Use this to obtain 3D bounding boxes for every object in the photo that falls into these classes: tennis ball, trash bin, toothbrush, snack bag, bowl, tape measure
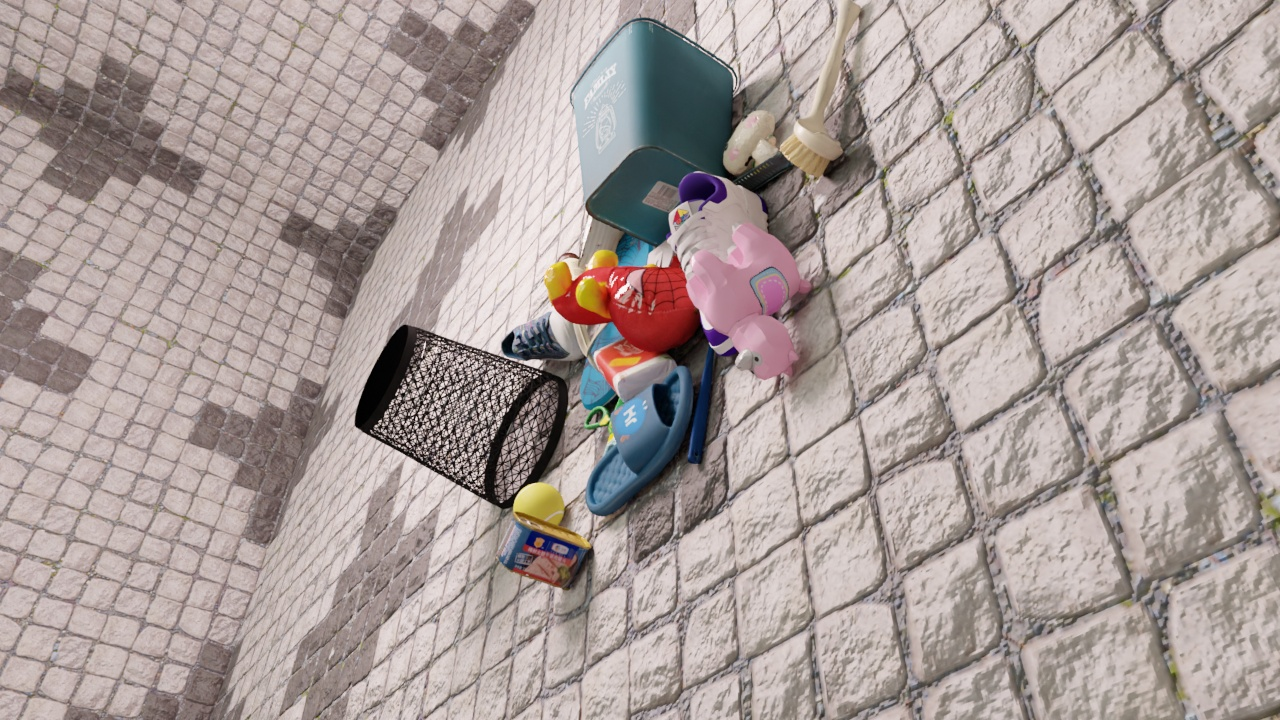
[{"bbox_3d":[-0.130,0.190,1.176,0.065,0.065,0.065,-44,31,35],"label":"tennis ball"},{"bbox_3d":[-0.268,0.072,1.344,0.218,0.243,0.216,-44,31,35],"label":"trash bin"},{"bbox_3d":[0.070,0.028,1.013,0.017,0.016,0.189,-41,32,53],"label":"toothbrush"},{"bbox_3d":[-0.007,0.007,1.119,0.077,0.036,0.116,-24,25,-9],"label":"snack bag"},{"bbox_3d":[-0.041,-0.219,1.376,0.177,0.071,0.177,-169,92,-83],"label":"bowl"},{"bbox_3d":[0.019,-0.295,1.239,0.197,0.199,0.218,-39,40,43],"label":"trash bin"},{"bbox_3d":[0.031,-0.129,1.202,0.060,0.020,0.062,-33,40,47],"label":"tape measure"}]

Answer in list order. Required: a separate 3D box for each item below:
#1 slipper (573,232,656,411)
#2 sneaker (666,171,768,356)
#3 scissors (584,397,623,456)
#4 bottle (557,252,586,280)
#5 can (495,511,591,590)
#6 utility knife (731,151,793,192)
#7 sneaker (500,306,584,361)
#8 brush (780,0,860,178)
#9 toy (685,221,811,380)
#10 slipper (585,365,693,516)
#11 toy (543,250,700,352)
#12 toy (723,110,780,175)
[{"bbox_3d":[-0.035,-0.074,1.247,0.118,0.060,0.294,-16,53,43],"label":"slipper"},{"bbox_3d":[0.081,-0.122,1.025,0.092,0.111,0.243,-40,33,40],"label":"sneaker"},{"bbox_3d":[-0.033,0.084,1.146,0.126,0.011,0.131,-12,61,50],"label":"scissors"},{"bbox_3d":[-0.105,-0.119,1.442,0.057,0.056,0.162,-53,27,20],"label":"bottle"},{"bbox_3d":[-0.115,0.223,1.075,0.059,0.099,0.054,-64,24,0],"label":"can"},{"bbox_3d":[0.138,-0.217,1.113,0.204,0.020,0.028,-27,72,45],"label":"utility knife"},{"bbox_3d":[-0.148,-0.029,1.376,0.236,0.079,0.087,-11,101,66],"label":"sneaker"},{"bbox_3d":[0.214,-0.316,1.041,0.078,0.062,0.271,-21,43,49],"label":"brush"},{"bbox_3d":[0.115,-0.057,0.917,0.123,0.157,0.067,-31,-25,-19],"label":"toy"},{"bbox_3d":[-0.007,0.095,1.044,0.214,0.059,0.103,-53,28,24],"label":"slipper"},{"bbox_3d":[-0.010,-0.075,1.116,0.216,0.147,0.099,20,126,40],"label":"toy"},{"bbox_3d":[0.138,-0.269,1.142,0.087,0.050,0.112,-56,22,17],"label":"toy"}]
